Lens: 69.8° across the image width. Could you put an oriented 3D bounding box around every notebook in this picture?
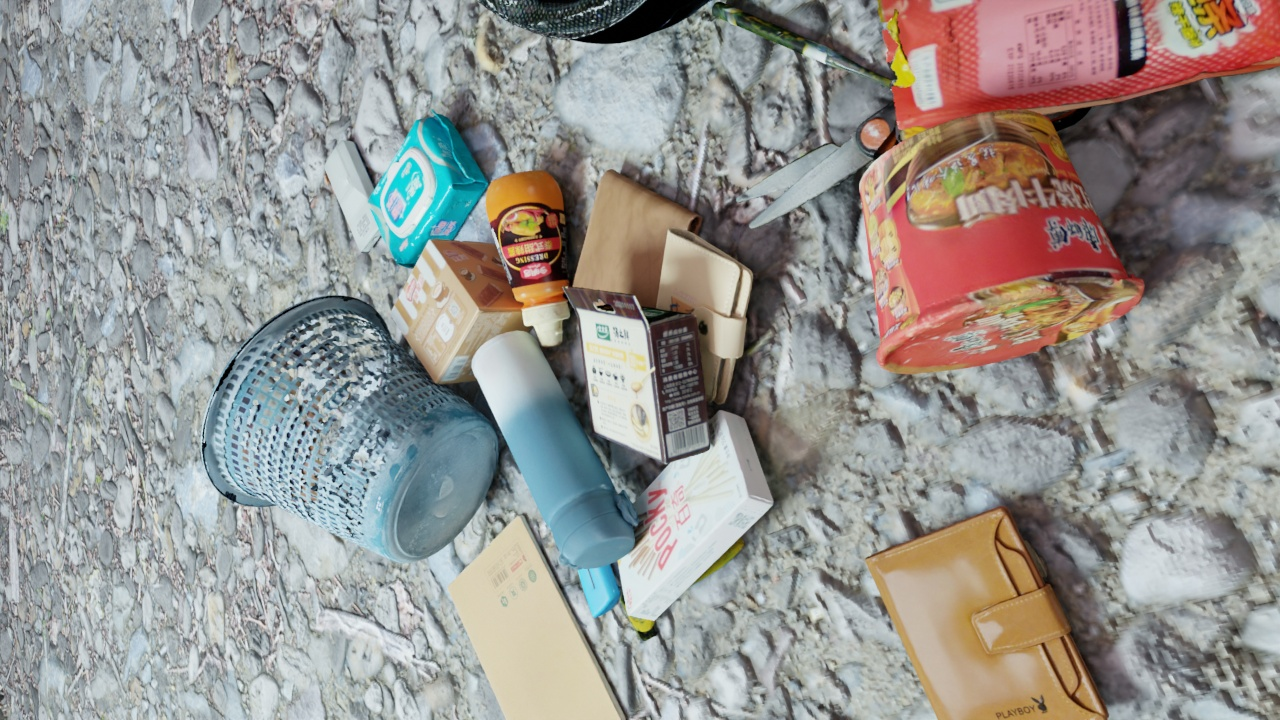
[{"bbox_3d":[-0.105,0.269,0.858,0.148,0.008,0.207,-46,64,33],"label":"notebook"}]

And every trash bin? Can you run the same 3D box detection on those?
[{"bbox_3d":[-0.250,0.079,0.857,0.195,0.226,0.227,27,110,23],"label":"trash bin"}]

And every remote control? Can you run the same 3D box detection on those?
[{"bbox_3d":[-0.310,-0.180,0.997,0.049,0.024,0.125,-43,67,35],"label":"remote control"}]

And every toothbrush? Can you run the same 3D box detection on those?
[{"bbox_3d":[0.116,-0.214,0.629,0.186,0.017,0.012,37,117,32],"label":"toothbrush"}]

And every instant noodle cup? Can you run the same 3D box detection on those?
[{"bbox_3d":[0.187,-0.063,0.511,0.138,0.137,0.108,-24,68,39],"label":"instant noodle cup"}]

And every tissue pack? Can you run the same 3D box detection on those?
[{"bbox_3d":[-0.208,-0.164,0.892,0.134,0.050,0.093,-48,62,32],"label":"tissue pack"}]

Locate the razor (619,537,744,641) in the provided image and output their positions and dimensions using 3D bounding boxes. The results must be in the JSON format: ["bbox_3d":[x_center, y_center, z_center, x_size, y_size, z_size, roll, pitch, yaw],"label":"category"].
[{"bbox_3d":[0.033,0.175,0.723,0.133,0.028,0.043,-43,62,32],"label":"razor"}]

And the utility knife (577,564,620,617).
[{"bbox_3d":[-0.063,0.123,0.807,0.034,0.018,0.203,-35,69,37],"label":"utility knife"}]

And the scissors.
[{"bbox_3d":[0.165,-0.135,0.564,0.161,0.021,0.234,46,110,23],"label":"scissors"}]

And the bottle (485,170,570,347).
[{"bbox_3d":[-0.090,-0.085,0.792,0.067,0.066,0.149,-8,95,41],"label":"bottle"}]

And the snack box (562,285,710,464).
[{"bbox_3d":[-0.004,0.004,0.692,0.113,0.053,0.126,15,114,58],"label":"snack box"}]

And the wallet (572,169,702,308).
[{"bbox_3d":[-0.008,-0.084,0.745,0.101,0.020,0.115,35,117,33],"label":"wallet"}]

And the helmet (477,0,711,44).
[{"bbox_3d":[-0.024,-0.348,0.604,0.234,0.229,0.275,11,101,25],"label":"helmet"}]

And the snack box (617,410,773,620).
[{"bbox_3d":[0.034,0.119,0.695,0.157,0.027,0.084,-51,35,30],"label":"snack box"}]

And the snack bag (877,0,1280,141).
[{"bbox_3d":[0.232,-0.193,0.482,0.208,0.073,0.128,-11,94,23],"label":"snack bag"}]

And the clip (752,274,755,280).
[{"bbox_3d":[0.059,-0.069,0.685,0.056,0.024,0.026,28,107,40],"label":"clip"}]

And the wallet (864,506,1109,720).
[{"bbox_3d":[0.210,0.167,0.566,0.108,0.031,0.131,-33,73,39],"label":"wallet"}]

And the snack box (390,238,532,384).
[{"bbox_3d":[-0.160,-0.045,0.841,0.094,0.076,0.093,52,123,25],"label":"snack box"}]

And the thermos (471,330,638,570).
[{"bbox_3d":[-0.072,0.071,0.759,0.070,0.070,0.220,-54,51,29],"label":"thermos"}]

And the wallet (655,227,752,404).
[{"bbox_3d":[0.043,-0.030,0.683,0.087,0.024,0.115,33,126,36],"label":"wallet"}]
